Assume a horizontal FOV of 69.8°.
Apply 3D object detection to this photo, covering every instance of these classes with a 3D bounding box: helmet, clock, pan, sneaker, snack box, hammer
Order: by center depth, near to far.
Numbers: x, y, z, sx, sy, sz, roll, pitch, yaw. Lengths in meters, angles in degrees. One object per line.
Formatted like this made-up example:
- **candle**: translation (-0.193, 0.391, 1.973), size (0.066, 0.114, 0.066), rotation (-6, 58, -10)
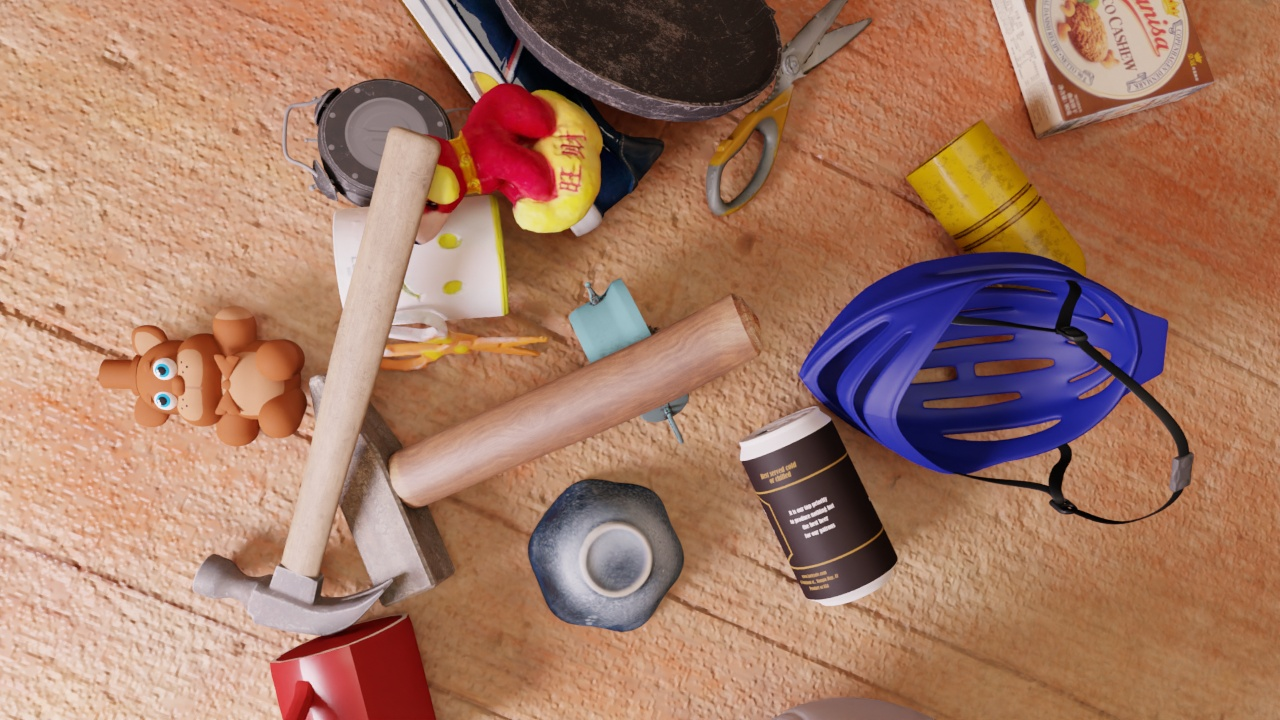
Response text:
- **hammer**: translation (-0.180, 0.022, 0.561), size (0.119, 0.030, 0.331), rotation (20, 102, 3)
- **helmet**: translation (0.130, 0.345, 0.585), size (0.236, 0.164, 0.264), rotation (11, 89, -5)
- **hammer**: translation (-0.065, 0.031, 0.587), size (0.301, 0.037, 0.158), rotation (-24, 88, 13)
- **helmet**: translation (0.239, 0.021, 0.606), size (0.241, 0.227, 0.148), rotation (-10, 117, 2)
- **clock**: translation (-0.004, 0.004, 0.636), size (0.053, 0.090, 0.124), rotation (-27, 85, 0)
- **pan**: translation (-0.026, -0.294, 0.637), size (0.207, 0.040, 0.356), rotation (-4, 59, -27)
- **sneaker**: translation (-0.086, -0.238, 0.639), size (0.127, 0.120, 0.294), rotation (-39, 95, 1)
- **clock**: translation (-0.182, -0.148, 0.640), size (0.122, 0.044, 0.091), rotation (1, 77, -13)
- **snack box**: translation (0.375, -0.271, 0.753), size (0.147, 0.041, 0.143), rotation (-16, 87, -11)

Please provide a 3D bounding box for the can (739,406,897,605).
- **can**: translation (0.126, 0.103, 0.655), size (0.072, 0.072, 0.128), rotation (-25, 89, -12)

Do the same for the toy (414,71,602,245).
- **toy**: translation (-0.090, -0.127, 0.570), size (0.137, 0.067, 0.105), rotation (-13, 91, -10)

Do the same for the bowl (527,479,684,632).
- **bowl**: translation (-0.020, 0.136, 0.635), size (0.110, 0.055, 0.110), rotation (1, 83, -10)

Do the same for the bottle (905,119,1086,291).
- **bottle**: translation (0.282, -0.097, 0.705), size (0.071, 0.071, 0.164), rotation (-38, 91, -12)

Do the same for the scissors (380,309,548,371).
- **scissors**: translation (-0.120, -0.017, 0.623), size (0.133, 0.084, 0.012), rotation (-4, 64, -12)

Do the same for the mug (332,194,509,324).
- **mug**: translation (-0.146, -0.067, 0.620), size (0.106, 0.083, 0.082), rotation (-6, 85, -10)

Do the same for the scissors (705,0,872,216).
- **scissors**: translation (0.105, -0.204, 0.700), size (0.224, 0.016, 0.166), rotation (-29, 113, -25)

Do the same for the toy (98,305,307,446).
- **toy**: translation (-0.284, 0.012, 0.597), size (0.127, 0.065, 0.095), rotation (2, 102, -8)

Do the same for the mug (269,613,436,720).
- **mug**: translation (-0.182, 0.222, 0.566), size (0.081, 0.116, 0.096), rotation (-16, 87, 17)
